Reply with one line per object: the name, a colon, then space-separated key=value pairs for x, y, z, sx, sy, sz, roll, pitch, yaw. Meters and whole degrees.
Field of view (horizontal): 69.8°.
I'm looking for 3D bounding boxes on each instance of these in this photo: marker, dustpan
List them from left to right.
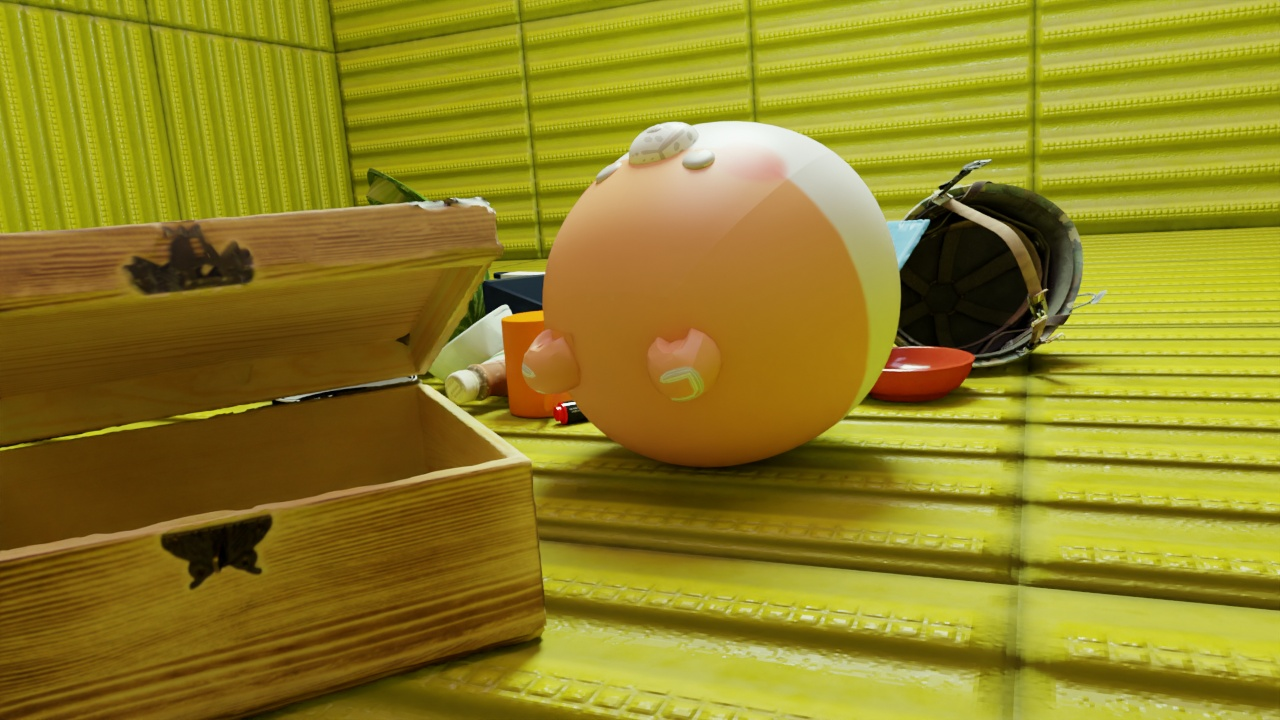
dustpan: x=-0.089 y=-0.086 z=1.172 sx=0.274 sy=0.080 sz=0.235 roll=-2 pitch=7 yaw=41
marker: x=-0.015 y=0.040 z=0.894 sx=0.144 sy=0.021 sz=0.023 roll=-9 pitch=4 yaw=-25

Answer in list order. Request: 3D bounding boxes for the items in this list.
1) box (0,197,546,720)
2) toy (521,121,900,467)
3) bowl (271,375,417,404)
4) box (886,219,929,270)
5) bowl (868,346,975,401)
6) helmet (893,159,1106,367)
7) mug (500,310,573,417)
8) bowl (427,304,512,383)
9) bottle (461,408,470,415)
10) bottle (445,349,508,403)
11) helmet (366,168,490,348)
box: x=-0.226 y=0.036 z=0.485 sx=0.278 sy=0.221 sz=0.259 roll=-11 pitch=10 yaw=-24
toy: x=0.050 y=-0.047 z=0.693 sx=0.263 sy=0.266 sz=0.279 roll=1 pitch=27 yaw=39
bowl: x=-0.250 y=0.053 z=0.791 sx=0.120 sy=0.066 sz=0.120 roll=-4 pitch=10 yaw=1
box: x=0.172 y=-0.061 z=0.935 sx=0.175 sy=0.033 sz=0.231 roll=14 pitch=66 yaw=54
bowl: x=0.258 y=0.014 z=0.885 sx=0.122 sy=0.035 sz=0.122 roll=-4 pitch=10 yaw=1
helmet: x=0.355 y=-0.091 z=0.963 sx=0.224 sy=0.192 sz=0.236 roll=-30 pitch=-7 yaw=9
mug: x=-0.095 y=0.005 z=0.906 sx=0.077 sy=0.096 sz=0.112 roll=-5 pitch=11 yaw=-5
bowl: x=-0.180 y=-0.006 z=1.043 sx=0.117 sy=0.061 sz=0.117 roll=-38 pitch=3 yaw=2
bottle: x=-0.134 y=0.074 z=0.685 sx=0.045 sy=0.045 sz=0.184 roll=-7 pitch=11 yaw=-16
bottle: x=-0.137 y=0.013 z=0.982 sx=0.059 sy=0.059 sz=0.166 roll=4 pitch=14 yaw=37
helmet: x=-0.313 y=-0.103 z=1.216 sx=0.247 sy=0.243 sz=0.212 roll=33 pitch=70 yaw=23
